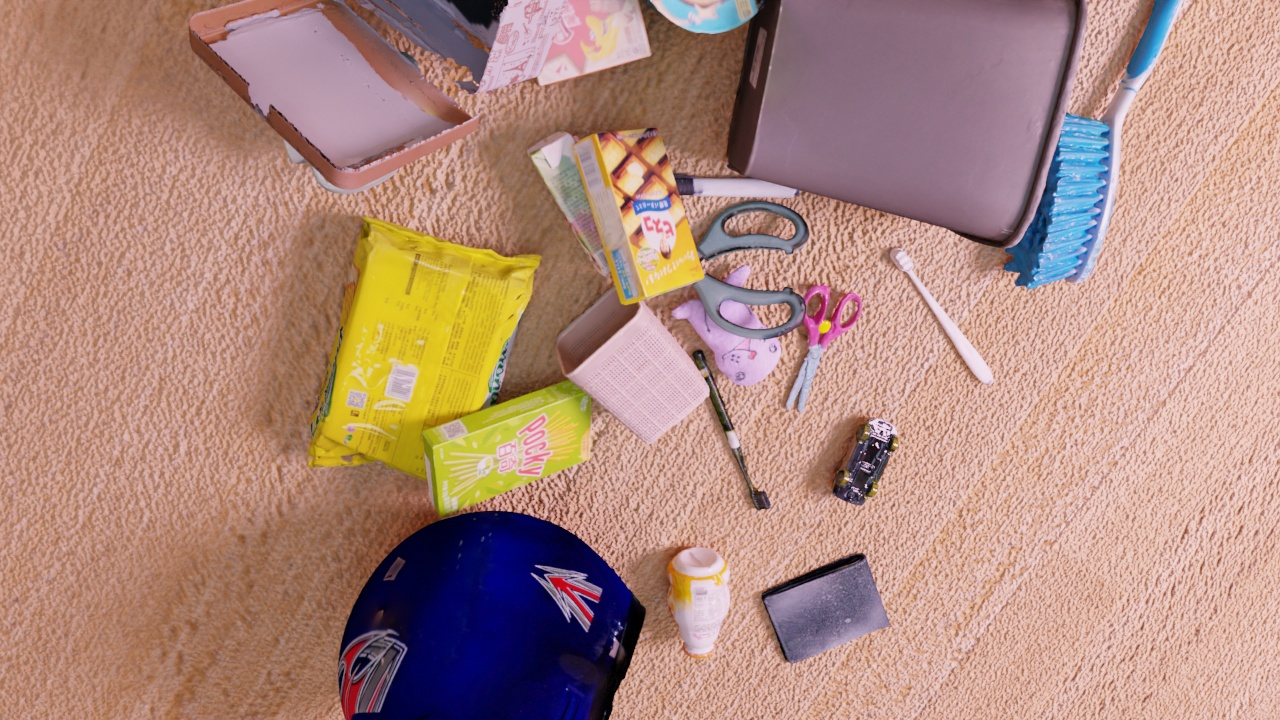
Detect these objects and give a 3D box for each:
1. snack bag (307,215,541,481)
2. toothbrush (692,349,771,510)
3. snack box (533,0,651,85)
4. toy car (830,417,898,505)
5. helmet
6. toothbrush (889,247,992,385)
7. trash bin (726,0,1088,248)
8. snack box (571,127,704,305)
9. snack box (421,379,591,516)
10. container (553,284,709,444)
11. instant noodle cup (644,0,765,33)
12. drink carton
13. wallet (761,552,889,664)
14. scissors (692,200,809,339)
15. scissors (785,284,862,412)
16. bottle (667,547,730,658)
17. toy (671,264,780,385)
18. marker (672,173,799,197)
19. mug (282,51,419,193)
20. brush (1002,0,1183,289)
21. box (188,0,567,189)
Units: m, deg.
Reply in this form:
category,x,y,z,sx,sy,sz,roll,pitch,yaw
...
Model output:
category,x,y,z,sx,sy,sz,roll,pitch,yaw
snack bag,-0.197,0.000,0.814,0.158,0.068,0.247,16,106,-12
toothbrush,0.091,0.071,0.903,0.012,0.017,0.186,-38,114,-36
snack box,-0.051,-0.279,0.738,0.094,0.077,0.093,-16,109,-2
toy car,0.223,0.099,0.920,0.042,0.035,0.090,22,98,-15
helmet,-0.148,0.278,0.828,0.240,0.246,0.316,23,127,1
toothbrush,0.297,-0.040,0.895,0.016,0.016,0.180,-39,109,8
trash bin,0.196,-0.212,0.741,0.220,0.199,0.199,10,105,-4
snack box,0.000,-0.124,0.776,0.034,0.086,0.140,-11,97,41
snack box,-0.116,0.076,0.827,0.156,0.026,0.086,-19,132,-28
container,-0.005,0.005,0.828,0.090,0.090,0.111,-41,115,7
instant noodle cup,0.040,-0.312,0.717,0.111,0.120,0.111,-3,108,-9
drink carton,-0.048,-0.138,0.796,0.045,0.053,0.122,-31,110,1
wallet,0.198,0.267,0.981,0.121,0.019,0.097,-22,110,1
scissors,0.072,-0.069,0.828,0.179,0.019,0.161,-13,81,0
scissors,0.177,-0.007,0.892,0.072,0.017,0.137,2,112,-19
bottle,0.059,0.247,0.931,0.063,0.063,0.108,-4,108,-7
toy,0.090,-0.027,0.859,0.084,0.039,0.108,-35,105,-1
marker,0.079,-0.158,0.827,0.130,0.018,0.022,-1,99,-7
mug,-0.227,-0.190,0.733,0.106,0.082,0.111,-5,85,-10
brush,0.419,-0.219,0.839,0.109,0.060,0.315,2,105,-14
box,-0.173,-0.265,0.633,0.180,0.216,0.158,43,143,12
